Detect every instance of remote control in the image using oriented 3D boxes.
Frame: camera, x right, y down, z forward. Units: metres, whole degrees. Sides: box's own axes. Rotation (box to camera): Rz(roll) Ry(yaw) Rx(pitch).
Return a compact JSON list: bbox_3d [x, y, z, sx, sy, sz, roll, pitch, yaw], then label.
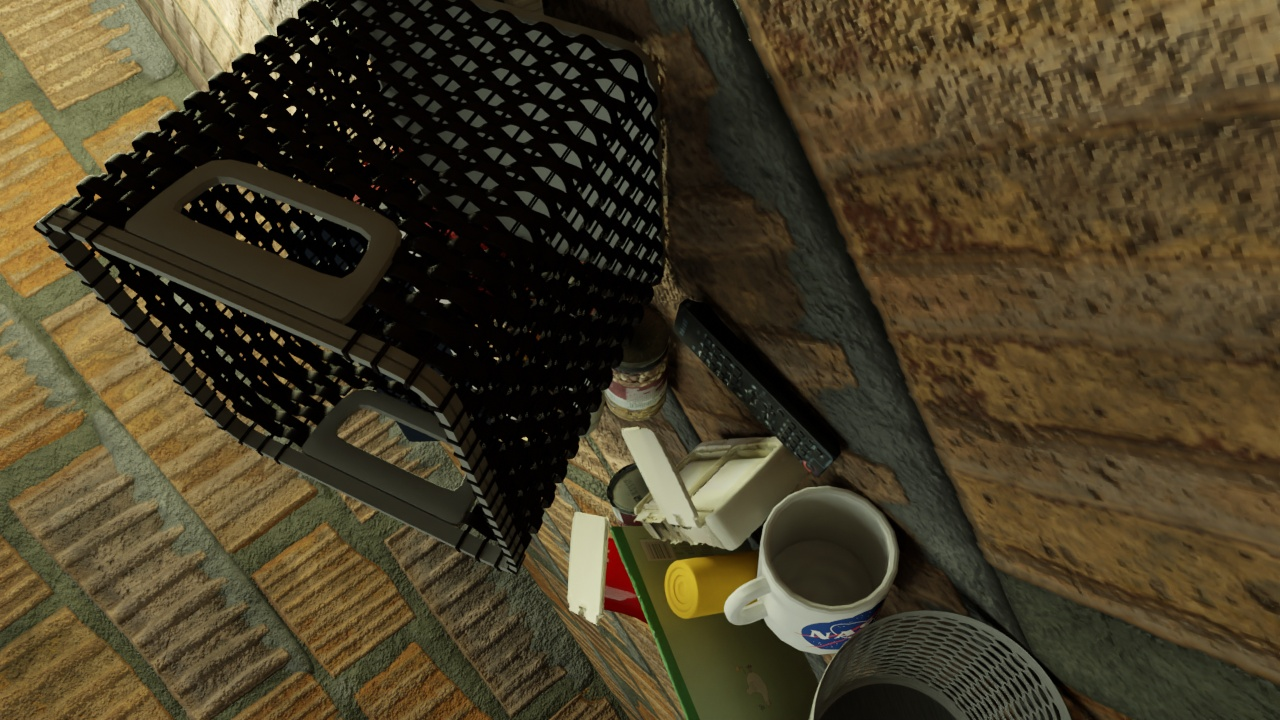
[{"bbox_3d":[0.081,0.016,0.641,0.150,0.022,0.047,47,160,14],"label":"remote control"}]

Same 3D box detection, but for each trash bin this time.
[{"bbox_3d":[0.190,0.274,0.633,0.156,0.156,0.183,45,163,25],"label":"trash bin"}]

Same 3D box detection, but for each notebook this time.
[{"bbox_3d":[0.082,0.248,0.766,0.181,0.010,0.252,12,-136,-46],"label":"notebook"}]

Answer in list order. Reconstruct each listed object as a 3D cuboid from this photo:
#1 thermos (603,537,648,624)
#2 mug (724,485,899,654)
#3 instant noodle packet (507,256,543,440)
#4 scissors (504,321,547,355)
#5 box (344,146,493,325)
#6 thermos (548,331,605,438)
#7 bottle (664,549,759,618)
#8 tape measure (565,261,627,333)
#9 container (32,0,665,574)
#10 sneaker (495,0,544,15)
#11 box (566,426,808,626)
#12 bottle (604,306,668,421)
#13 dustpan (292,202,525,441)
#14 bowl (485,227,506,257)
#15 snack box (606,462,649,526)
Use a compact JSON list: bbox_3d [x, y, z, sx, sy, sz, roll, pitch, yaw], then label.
[{"bbox_3d":[0.041,0.241,0.956,0.199,0.084,0.108,7,169,33],"label":"thermos"},{"bbox_3d":[0.115,0.155,0.647,0.090,0.121,0.091,82,165,-56],"label":"mug"},{"bbox_3d":[-0.116,-0.004,0.927,0.221,0.032,0.159,96,165,-48],"label":"instant noodle packet"},{"bbox_3d":[-0.138,-0.049,1.068,0.157,0.012,0.171,53,162,-3],"label":"scissors"},{"bbox_3d":[-0.215,-0.111,0.889,0.157,0.087,0.129,43,154,28],"label":"box"},{"bbox_3d":[-0.063,0.017,0.922,0.068,0.067,0.230,50,162,11],"label":"thermos"},{"bbox_3d":[0.089,0.172,0.723,0.043,0.143,0.043,-2,88,56],"label":"bottle"},{"bbox_3d":[-0.043,-0.055,0.756,0.038,0.058,0.058,45,121,29],"label":"tape measure"},{"bbox_3d":[-0.136,-0.059,0.571,0.247,0.243,0.246,22,152,16],"label":"container"},{"bbox_3d":[-0.152,-0.261,0.601,0.235,0.087,0.089,39,158,36],"label":"sneaker"},{"bbox_3d":[0.007,0.098,0.688,0.105,0.187,0.144,52,156,-9],"label":"box"},{"bbox_3d":[-0.005,0.004,0.770,0.056,0.056,0.105,46,160,23],"label":"bottle"},{"bbox_3d":[-0.235,-0.039,0.883,0.274,0.079,0.236,-5,122,38],"label":"dustpan"},{"bbox_3d":[-0.170,-0.139,0.934,0.130,0.045,0.131,46,160,22],"label":"bowl"},{"bbox_3d":[0.010,0.177,1.024,0.072,0.072,0.121,38,155,40],"label":"snack box"}]
